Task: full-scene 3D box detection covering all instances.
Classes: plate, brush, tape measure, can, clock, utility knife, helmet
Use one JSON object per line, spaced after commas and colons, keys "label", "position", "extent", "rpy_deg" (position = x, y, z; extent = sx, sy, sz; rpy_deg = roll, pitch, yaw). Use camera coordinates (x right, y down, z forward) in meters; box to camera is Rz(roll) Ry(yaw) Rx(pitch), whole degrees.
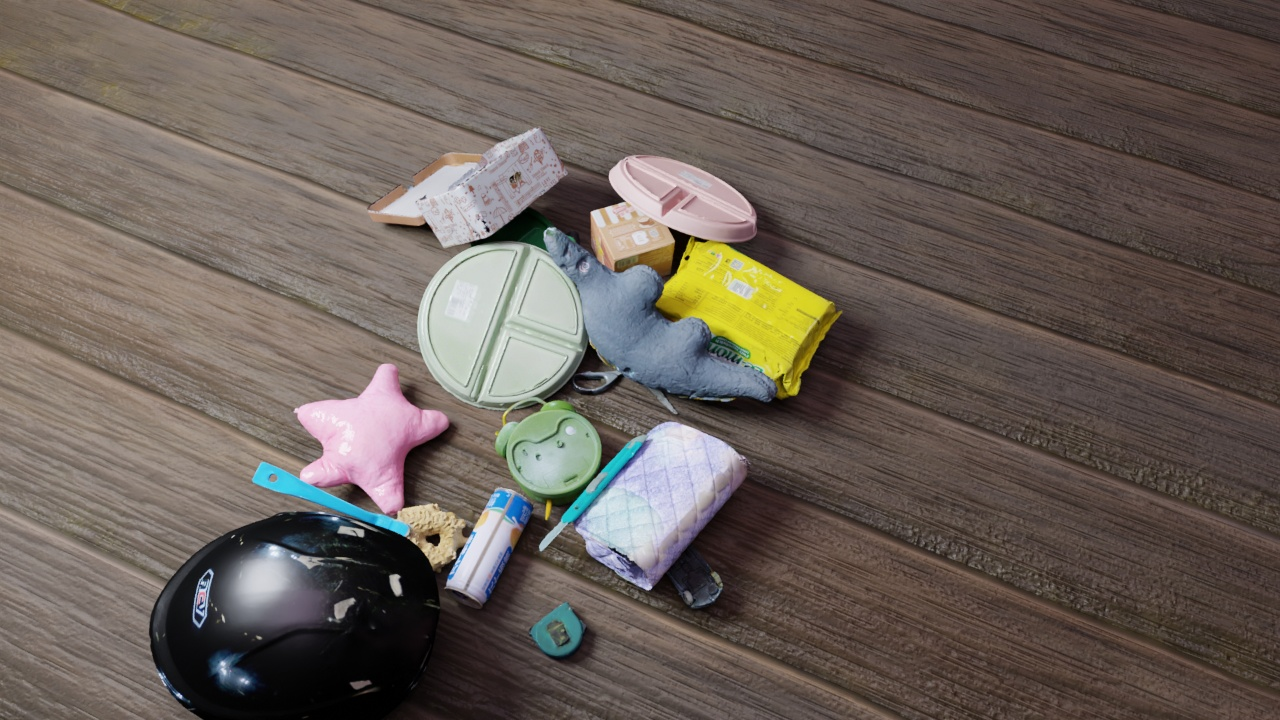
{"label": "plate", "position": [-0.182, -0.049, 1.213], "extent": [0.230, 0.027, 0.230], "rpy_deg": [0, 82, -3]}
{"label": "plate", "position": [0.066, -0.239, 1.324], "extent": [0.229, 0.028, 0.229], "rpy_deg": [17, 30, -10]}
{"label": "brush", "position": [-0.320, 0.177, 1.062], "extent": [0.254, 0.046, 0.083], "rpy_deg": [25, 74, -14]}
{"label": "tape measure", "position": [-0.092, 0.310, 1.045], "extent": [0.058, 0.025, 0.054], "rpy_deg": [-34, 64, -20]}
{"label": "can", "position": [-0.178, 0.220, 1.081], "extent": [0.053, 0.053, 0.134], "rpy_deg": [20, 60, 10]}
{"label": "clock", "position": [-0.115, 0.111, 1.150], "extent": [0.116, 0.056, 0.161], "rpy_deg": [-26, 63, -18]}
{"label": "utility knife", "position": [-0.056, 0.154, 1.088], "extent": [0.192, 0.029, 0.013], "rpy_deg": [-47, 114, -25]}
{"label": "helmet", "position": [-0.341, 0.269, 0.944], "extent": [0.274, 0.231, 0.233], "rpy_deg": [21, 50, -35]}

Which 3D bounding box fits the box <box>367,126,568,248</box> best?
{"label": "box", "position": [-0.250, -0.240, 1.307], "extent": [0.263, 0.088, 0.177], "rpy_deg": [-2, 36, 48]}

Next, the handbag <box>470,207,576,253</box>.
{"label": "handbag", "position": [-0.167, -0.149, 1.292], "extent": [0.120, 0.068, 0.131], "rpy_deg": [25, 52, 19]}

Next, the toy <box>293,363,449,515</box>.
{"label": "toy", "position": [-0.342, 0.086, 1.144], "extent": [0.178, 0.075, 0.194], "rpy_deg": [24, 56, -4]}

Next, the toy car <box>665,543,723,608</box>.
{"label": "toy car", "position": [0.054, 0.249, 1.083], "extent": [0.048, 0.031, 0.105], "rpy_deg": [-30, 53, -17]}

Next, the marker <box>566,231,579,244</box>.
{"label": "marker", "position": [-0.093, -0.131, 1.322], "extent": [0.022, 0.020, 0.131], "rpy_deg": [-10, 59, 4]}

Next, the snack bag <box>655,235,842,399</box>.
{"label": "snack bag", "position": [0.137, -0.067, 1.237], "extent": [0.246, 0.068, 0.157], "rpy_deg": [30, 61, 15]}

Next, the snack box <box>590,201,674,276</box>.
{"label": "snack box", "position": [-0.013, -0.168, 1.314], "extent": [0.092, 0.077, 0.094], "rpy_deg": [-18, 61, -13]}

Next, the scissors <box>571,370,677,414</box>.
{"label": "scissors", "position": [-0.008, 0.007, 1.246], "extent": [0.177, 0.014, 0.159], "rpy_deg": [-4, 60, -8]}

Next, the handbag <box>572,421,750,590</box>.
{"label": "handbag", "position": [0.024, 0.168, 1.093], "extent": [0.134, 0.075, 0.193], "rpy_deg": [19, 56, 45]}

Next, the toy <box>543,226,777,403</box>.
{"label": "toy", "position": [0.007, -0.037, 1.181], "extent": [0.356, 0.138, 0.091], "rpy_deg": [38, 45, 1]}
